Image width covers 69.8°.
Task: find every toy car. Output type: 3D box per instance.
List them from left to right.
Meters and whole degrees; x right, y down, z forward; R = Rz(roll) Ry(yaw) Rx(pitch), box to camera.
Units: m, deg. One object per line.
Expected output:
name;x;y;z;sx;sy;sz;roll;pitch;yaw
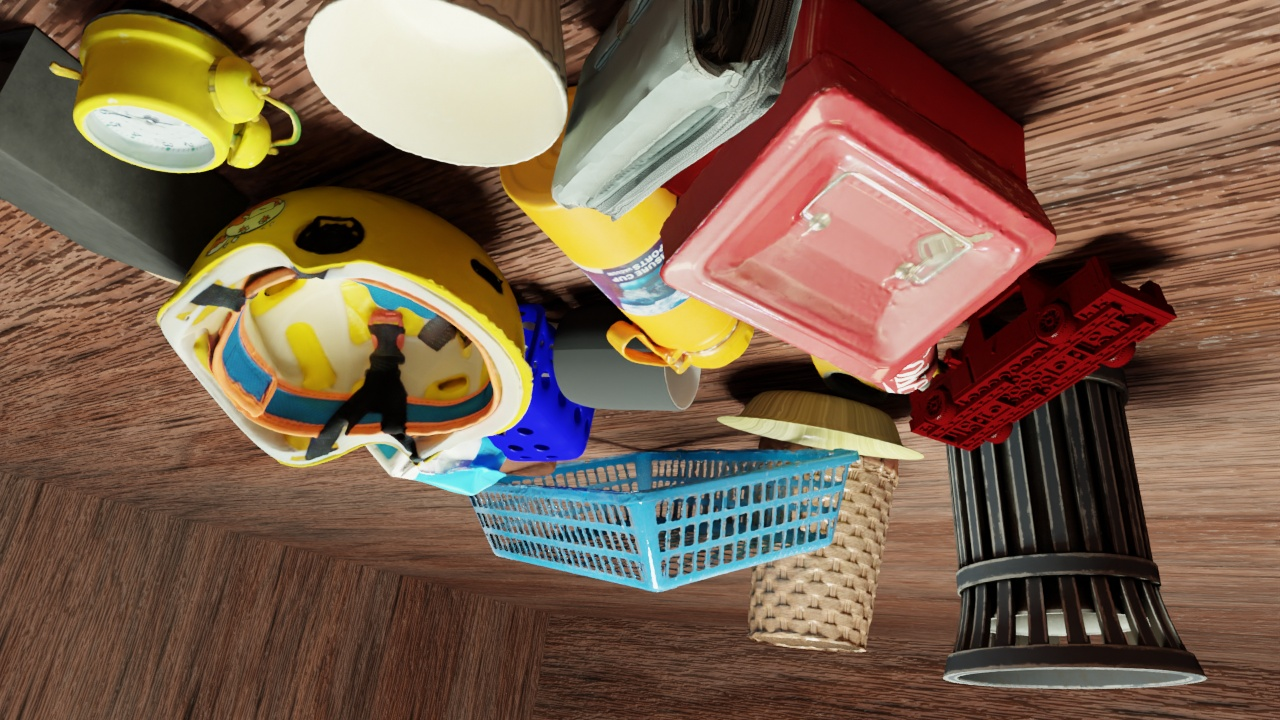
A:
toy car;0.251;-0.007;0.603;0.070;0.061;0.170;18;140;-21

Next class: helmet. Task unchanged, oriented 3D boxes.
helmet;-0.183;-0.036;0.631;0.240;0.139;0.209;-4;140;8

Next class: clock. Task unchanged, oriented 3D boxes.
clock;-0.247;-0.142;0.501;0.118;0.057;0.083;6;161;-16

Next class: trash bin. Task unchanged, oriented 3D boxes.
trash bin;0.189;0.191;0.959;0.151;0.209;0.151;7;159;3
trash bin;0.300;0.117;0.681;0.164;0.227;0.164;2;157;1

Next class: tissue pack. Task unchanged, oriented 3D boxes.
tissue pack;-0.211;0.030;0.792;0.209;0.066;0.117;43;-174;29

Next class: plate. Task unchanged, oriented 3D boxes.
plate;0.164;0.054;0.833;0.184;0.036;0.184;11;172;1

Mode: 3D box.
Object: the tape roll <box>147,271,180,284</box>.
tape roll;-0.358;-0.087;0.724;0.094;0.027;0.094;8;159;3

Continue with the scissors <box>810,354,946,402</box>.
scissors;0.143;-0.007;0.738;0.228;0.016;0.114;21;156;-29

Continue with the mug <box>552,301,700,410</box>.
mug;-0.004;0.004;0.729;0.095;0.085;0.121;0;153;23

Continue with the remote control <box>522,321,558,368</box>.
remote control;-0.091;-0.014;0.800;0.114;0.028;0.060;6;157;9

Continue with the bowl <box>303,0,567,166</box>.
bowl;-0.084;-0.146;0.413;0.115;0.062;0.115;8;159;3

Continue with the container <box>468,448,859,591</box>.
container;0.005;0.146;0.902;0.256;0.089;0.363;-5;178;-33

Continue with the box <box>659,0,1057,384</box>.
box;0.101;-0.092;0.454;0.157;0.126;0.137;25;134;-28

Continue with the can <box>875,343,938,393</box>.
can;0.183;-0.014;0.654;0.054;0.054;0.096;1;157;21

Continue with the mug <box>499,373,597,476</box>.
mug;-0.099;0.049;0.862;0.123;0.110;0.096;1;163;21

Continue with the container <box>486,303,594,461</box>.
container;-0.096;0.022;0.744;0.085;0.085;0.113;-4;148;23

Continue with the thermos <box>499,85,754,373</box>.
thermos;0.000;-0.062;0.565;0.091;0.076;0.232;-26;149;14

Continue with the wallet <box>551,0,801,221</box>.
wallet;0.011;-0.123;0.386;0.054;0.100;0.132;26;153;-19

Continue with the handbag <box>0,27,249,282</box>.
handbag;-0.404;-0.124;0.604;0.196;0.072;0.176;5;159;21
